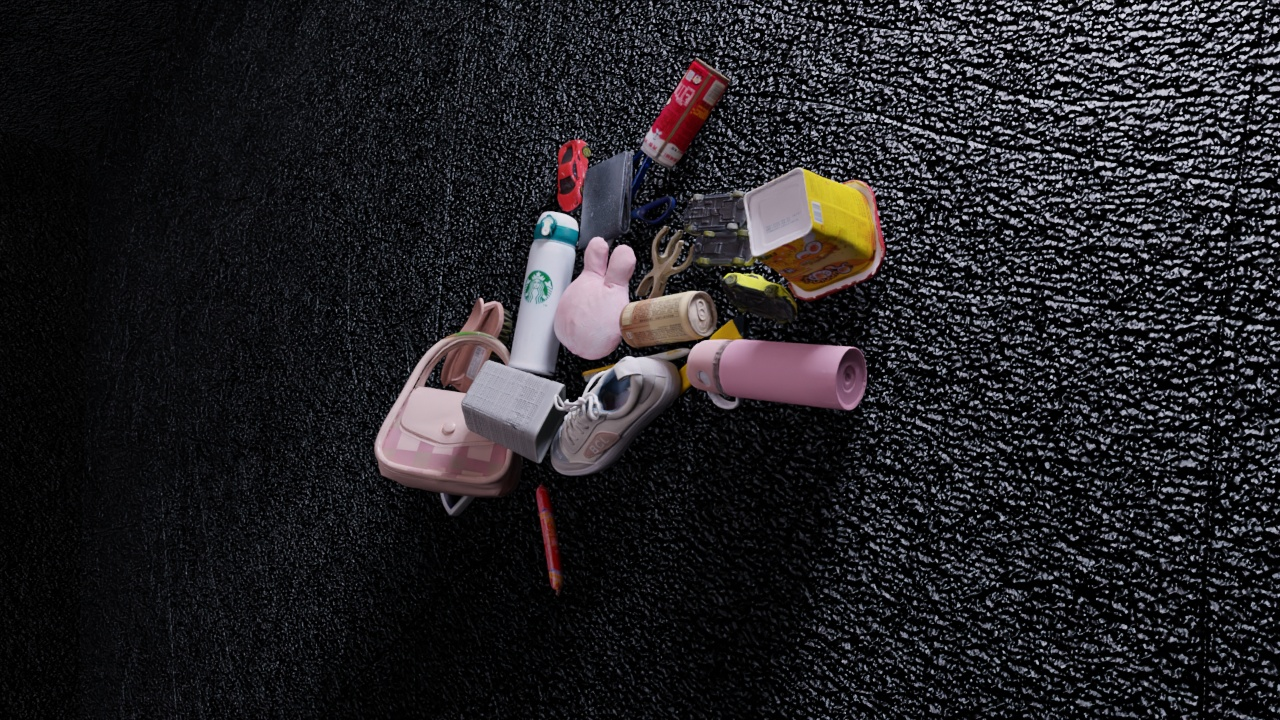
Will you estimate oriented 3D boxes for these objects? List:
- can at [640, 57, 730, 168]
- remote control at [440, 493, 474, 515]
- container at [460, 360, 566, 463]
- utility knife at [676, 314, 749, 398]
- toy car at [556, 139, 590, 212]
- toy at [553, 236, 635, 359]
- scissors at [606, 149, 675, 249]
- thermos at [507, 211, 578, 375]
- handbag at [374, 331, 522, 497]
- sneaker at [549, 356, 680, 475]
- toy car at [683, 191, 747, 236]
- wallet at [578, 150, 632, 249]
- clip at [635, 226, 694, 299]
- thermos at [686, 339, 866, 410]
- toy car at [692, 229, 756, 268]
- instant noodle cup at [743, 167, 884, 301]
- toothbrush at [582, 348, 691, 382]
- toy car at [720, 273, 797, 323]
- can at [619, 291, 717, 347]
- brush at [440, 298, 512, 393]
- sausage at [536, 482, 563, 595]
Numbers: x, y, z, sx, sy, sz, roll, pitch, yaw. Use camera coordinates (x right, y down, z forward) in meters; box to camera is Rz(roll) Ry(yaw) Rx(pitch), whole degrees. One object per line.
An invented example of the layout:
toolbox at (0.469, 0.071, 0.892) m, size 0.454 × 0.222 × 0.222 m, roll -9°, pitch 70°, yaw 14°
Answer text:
can at (0.056, -0.314, 1.172) m, size 0.133 × 0.053 × 0.053 m, roll -55°, pitch 48°, yaw 19°
remote control at (-0.248, 0.167, 1.363) m, size 0.150 × 0.021 × 0.058 m, roll -47°, pitch 51°, yaw 24°
container at (-0.169, 0.065, 1.216) m, size 0.114 × 0.090 × 0.090 m, roll 21°, pitch 61°, yaw 9°
utility knife at (0.077, -0.001, 1.099) m, size 0.154 × 0.015 × 0.033 m, roll -43°, pitch 47°, yaw 29°
toy car at (-0.099, -0.266, 1.326) m, size 0.049 × 0.031 × 0.106 m, roll -10°, pitch 75°, yaw 43°
toy at (-0.057, -0.081, 1.220) m, size 0.121 × 0.054 × 0.159 m, roll 25°, pitch 97°, yaw 37°
scissors at (-0.014, -0.207, 1.242) m, size 0.162 × 0.012 × 0.175 m, roll 16°, pitch 93°, yaw 46°
thermos at (-0.134, -0.094, 1.283) m, size 0.073 × 0.073 × 0.224 m, roll 6°, pitch 84°, yaw 44°
handbag at (-0.253, 0.071, 1.297) m, size 0.193 × 0.093 × 0.233 m, roll 9°, pitch 71°, yaw 5°
sneaker at (-0.058, 0.073, 1.149) m, size 0.243 × 0.090 × 0.089 m, roll -42°, pitch 52°, yaw 37°
toy car at (0.096, -0.177, 1.113) m, size 0.106 × 0.031 × 0.049 m, roll 5°, pitch 84°, yaw 46°
wallet at (-0.049, -0.220, 1.262) m, size 0.097 × 0.019 × 0.120 m, roll -11°, pitch 71°, yaw 49°
clip at (0.037, -0.113, 1.154) m, size 0.084 × 0.034 × 0.104 m, roll 27°, pitch 103°, yaw 45°
thermos at (0.143, 0.021, 0.997) m, size 0.199 × 0.067 × 0.087 m, roll 3°, pitch 121°, yaw 42°
toy car at (0.104, -0.131, 1.092) m, size 0.091 × 0.035 × 0.042 m, roll 5°, pitch 84°, yaw 44°
instant noodle cup at (0.177, -0.136, 0.961) m, size 0.116 × 0.123 × 0.116 m, roll -21°, pitch 66°, yaw 39°
toothbrush at (-0.007, 0.007, 1.177) m, size 0.192 × 0.016 × 0.018 m, roll -13°, pitch 82°, yaw 42°
toy car at (0.137, -0.074, 1.041) m, size 0.032 × 0.048 × 0.105 m, roll -47°, pitch 41°, yaw -19°
can at (0.032, -0.050, 1.123) m, size 0.117 × 0.058 × 0.058 m, roll -7°, pitch 74°, yaw 43°
brush at (-0.244, -0.021, 1.371) m, size 0.063 × 0.073 × 0.146 m, roll 31°, pitch 99°, yaw 45°
sausage at (-0.120, 0.236, 1.224) m, size 0.020 × 0.020 × 0.155 m, roll -31°, pitch 60°, yaw 34°
